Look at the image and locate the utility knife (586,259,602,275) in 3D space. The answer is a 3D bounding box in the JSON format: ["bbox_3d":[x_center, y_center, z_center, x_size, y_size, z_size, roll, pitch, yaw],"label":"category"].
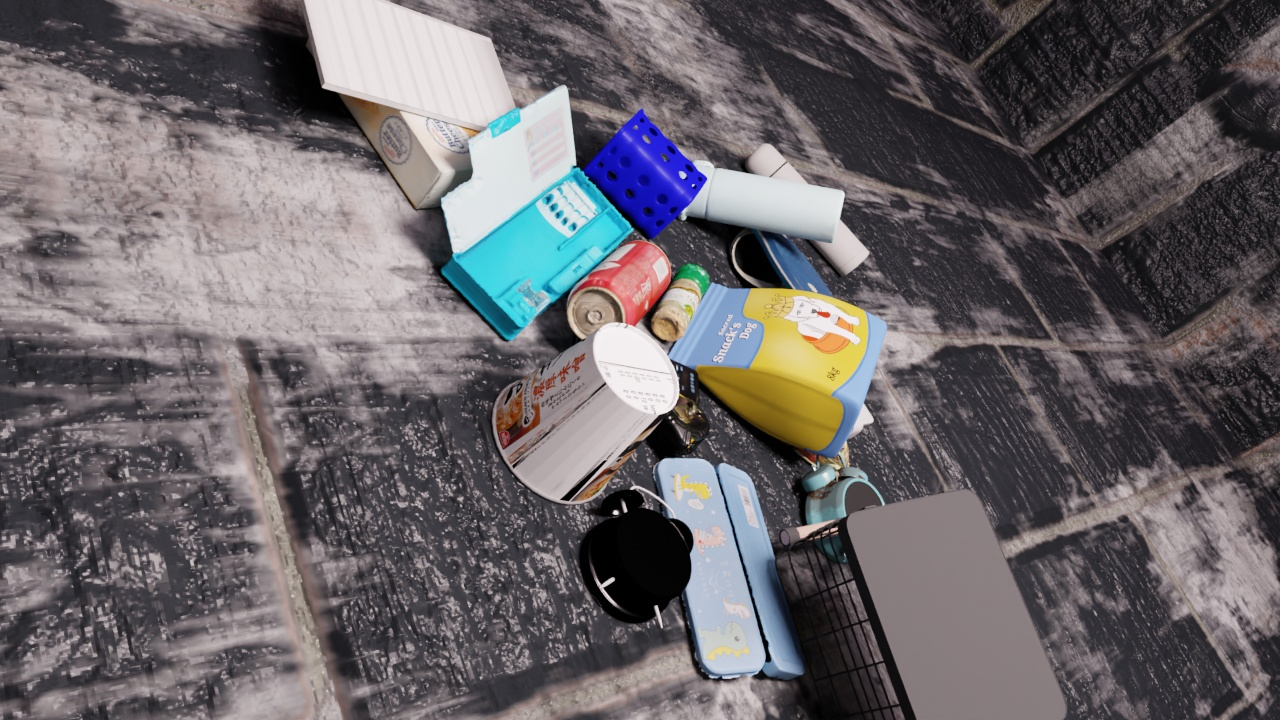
[{"bbox_3d":[-0.050,-0.104,0.971,0.031,0.015,0.174,24,44,-24],"label":"utility knife"}]

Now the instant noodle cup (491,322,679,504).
[{"bbox_3d":[-0.039,0.037,0.762,0.123,0.122,0.123,27,42,-27],"label":"instant noodle cup"}]

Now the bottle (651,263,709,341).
[{"bbox_3d":[0.044,-0.064,1.007,0.043,0.043,0.110,41,37,-10],"label":"bottle"}]

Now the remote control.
[{"bbox_3d":[-0.005,0.005,0.914,0.150,0.022,0.047,25,43,-26],"label":"remote control"}]

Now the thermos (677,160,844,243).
[{"bbox_3d":[0.142,-0.196,1.132,0.207,0.065,0.077,13,78,10],"label":"thermos"}]

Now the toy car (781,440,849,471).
[{"bbox_3d":[0.203,0.089,1.029,0.112,0.047,0.047,36,39,-14],"label":"toy car"}]

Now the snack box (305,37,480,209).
[{"bbox_3d":[-0.221,-0.247,0.886,0.208,0.058,0.104,55,37,9],"label":"snack box"}]

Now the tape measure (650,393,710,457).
[{"bbox_3d":[0.037,0.059,0.886,0.067,0.038,0.062,48,29,20],"label":"tape measure"}]

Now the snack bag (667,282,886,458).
[{"bbox_3d":[0.148,-0.007,1.005,0.205,0.102,0.158,23,44,9],"label":"snack bag"}]

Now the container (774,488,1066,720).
[{"bbox_3d":[0.237,0.241,0.816,0.162,0.131,0.241,-5,67,-29],"label":"container"}]

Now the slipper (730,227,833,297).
[{"bbox_3d":[0.171,-0.126,1.186,0.118,0.060,0.294,21,31,-40],"label":"slipper"}]

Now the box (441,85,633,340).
[{"bbox_3d":[-0.109,-0.145,0.884,0.226,0.072,0.182,-49,119,-48],"label":"box"}]

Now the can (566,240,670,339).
[{"bbox_3d":[-0.019,-0.069,0.902,0.067,0.067,0.169,45,25,-5],"label":"can"}]

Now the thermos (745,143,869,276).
[{"bbox_3d":[0.242,-0.223,1.345,0.224,0.052,0.052,47,36,-2],"label":"thermos"}]

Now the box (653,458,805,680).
[{"bbox_3d":[0.083,0.184,0.833,0.127,0.034,0.209,17,45,-37],"label":"box"}]

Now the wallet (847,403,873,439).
[{"bbox_3d":[0.213,0.041,1.093,0.115,0.038,0.118,-3,57,-47],"label":"wallet"}]

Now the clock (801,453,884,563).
[{"bbox_3d":[0.217,0.152,0.976,0.090,0.053,0.124,8,64,-39],"label":"clock"}]

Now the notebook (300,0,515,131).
[{"bbox_3d":[-0.213,-0.285,0.870,0.209,0.009,0.142,5,55,-43],"label":"notebook"}]

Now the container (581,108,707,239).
[{"bbox_3d":[0.006,-0.216,1.070,0.113,0.085,0.084,43,37,-9],"label":"container"}]

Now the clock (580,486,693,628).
[{"bbox_3d":[0.001,0.157,0.763,0.091,0.043,0.120,37,38,-16],"label":"clock"}]
